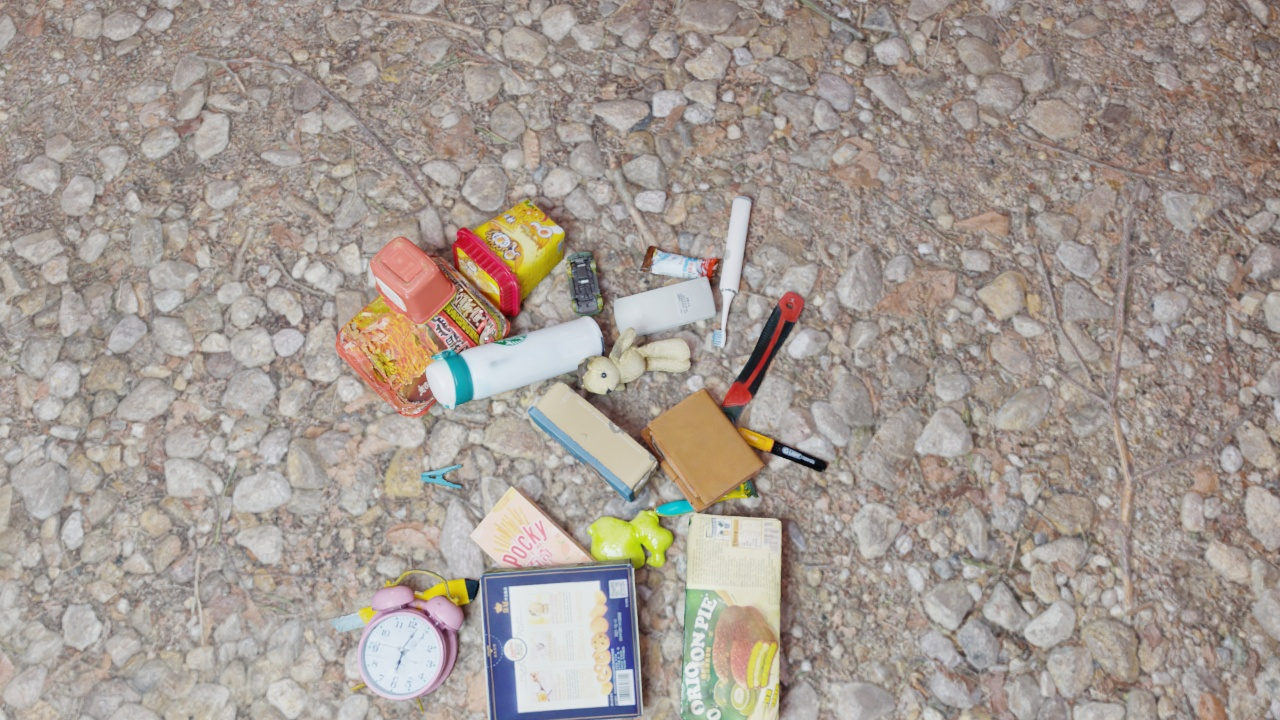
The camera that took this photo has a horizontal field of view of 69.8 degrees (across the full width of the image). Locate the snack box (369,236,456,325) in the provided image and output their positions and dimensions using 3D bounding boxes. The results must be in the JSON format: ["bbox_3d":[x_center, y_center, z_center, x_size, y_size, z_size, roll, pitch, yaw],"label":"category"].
[{"bbox_3d":[-0.290,-0.102,1.152,0.091,0.080,0.082,39,74,16],"label":"snack box"}]

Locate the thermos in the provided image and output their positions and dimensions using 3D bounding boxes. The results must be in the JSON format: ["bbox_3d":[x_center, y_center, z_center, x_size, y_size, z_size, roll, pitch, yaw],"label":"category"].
[{"bbox_3d":[-0.158,-0.001,1.160,0.223,0.073,0.073,-17,71,-28],"label":"thermos"}]

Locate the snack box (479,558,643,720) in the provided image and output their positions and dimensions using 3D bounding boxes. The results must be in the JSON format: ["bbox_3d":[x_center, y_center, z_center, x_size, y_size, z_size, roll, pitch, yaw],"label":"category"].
[{"bbox_3d":[-0.092,0.332,1.085,0.182,0.046,0.178,-3,90,1],"label":"snack box"}]

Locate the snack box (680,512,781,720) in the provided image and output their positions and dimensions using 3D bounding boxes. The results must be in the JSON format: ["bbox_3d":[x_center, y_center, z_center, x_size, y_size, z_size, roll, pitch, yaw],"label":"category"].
[{"bbox_3d":[0.109,0.309,1.102,0.114,0.063,0.239,2,73,2],"label":"snack box"}]

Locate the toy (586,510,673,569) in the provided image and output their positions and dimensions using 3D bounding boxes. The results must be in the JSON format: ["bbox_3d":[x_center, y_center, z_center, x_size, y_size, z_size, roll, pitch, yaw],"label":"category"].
[{"bbox_3d":[-0.014,0.228,1.147,0.100,0.031,0.096,-38,77,-10],"label":"toy"}]

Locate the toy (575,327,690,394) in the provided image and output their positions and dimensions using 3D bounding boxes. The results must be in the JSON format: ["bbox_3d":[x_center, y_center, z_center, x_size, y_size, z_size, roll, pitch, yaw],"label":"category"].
[{"bbox_3d":[-0.007,0.007,1.183,0.157,0.105,0.066,-12,53,-24],"label":"toy"}]

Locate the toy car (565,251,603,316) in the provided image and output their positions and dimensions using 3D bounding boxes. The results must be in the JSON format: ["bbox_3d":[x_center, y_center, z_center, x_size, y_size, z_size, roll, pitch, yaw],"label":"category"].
[{"bbox_3d":[-0.076,-0.102,1.249,0.043,0.036,0.091,-9,72,-3],"label":"toy car"}]

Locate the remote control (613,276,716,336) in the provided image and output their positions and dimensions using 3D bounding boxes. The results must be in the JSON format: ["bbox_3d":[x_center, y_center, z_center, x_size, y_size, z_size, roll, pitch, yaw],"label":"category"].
[{"bbox_3d":[0.032,-0.070,1.235,0.135,0.019,0.056,-15,78,7],"label":"remote control"}]

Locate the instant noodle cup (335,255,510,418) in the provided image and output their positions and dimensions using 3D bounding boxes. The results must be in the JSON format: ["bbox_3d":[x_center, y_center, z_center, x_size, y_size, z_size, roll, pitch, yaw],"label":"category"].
[{"bbox_3d":[-0.283,-0.026,1.208,0.188,0.079,0.164,-43,76,-12],"label":"instant noodle cup"}]

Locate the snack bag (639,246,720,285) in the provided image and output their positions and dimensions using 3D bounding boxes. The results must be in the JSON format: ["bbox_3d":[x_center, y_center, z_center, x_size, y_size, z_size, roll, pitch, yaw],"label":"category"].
[{"bbox_3d":[0.054,-0.130,1.260,0.104,0.026,0.048,15,66,6],"label":"snack bag"}]

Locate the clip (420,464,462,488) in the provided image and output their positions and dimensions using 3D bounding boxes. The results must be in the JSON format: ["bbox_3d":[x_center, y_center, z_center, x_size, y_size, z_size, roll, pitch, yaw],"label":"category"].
[{"bbox_3d":[-0.257,0.150,1.187,0.055,0.013,0.034,-5,72,0],"label":"clip"}]

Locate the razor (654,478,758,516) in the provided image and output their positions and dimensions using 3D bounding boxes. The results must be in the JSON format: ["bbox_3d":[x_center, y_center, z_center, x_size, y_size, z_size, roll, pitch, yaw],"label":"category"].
[{"bbox_3d":[0.081,0.175,1.162,0.132,0.028,0.043,-16,59,-6],"label":"razor"}]

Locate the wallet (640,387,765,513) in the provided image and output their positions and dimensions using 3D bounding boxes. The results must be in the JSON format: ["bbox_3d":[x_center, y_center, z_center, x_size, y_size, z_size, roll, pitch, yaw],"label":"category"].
[{"bbox_3d":[0.077,0.113,1.161,0.107,0.031,0.131,-34,68,-10],"label":"wallet"}]

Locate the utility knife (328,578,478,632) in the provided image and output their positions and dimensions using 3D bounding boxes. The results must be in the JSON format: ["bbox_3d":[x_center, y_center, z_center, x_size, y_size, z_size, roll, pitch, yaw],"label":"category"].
[{"bbox_3d":[-0.291,0.304,1.138,0.190,0.015,0.033,-14,76,-3],"label":"utility knife"}]

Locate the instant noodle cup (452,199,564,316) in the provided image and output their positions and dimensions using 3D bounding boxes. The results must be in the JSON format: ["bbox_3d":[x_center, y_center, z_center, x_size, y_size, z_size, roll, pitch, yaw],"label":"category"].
[{"bbox_3d":[-0.172,-0.142,1.231,0.116,0.116,0.123,42,67,13],"label":"instant noodle cup"}]

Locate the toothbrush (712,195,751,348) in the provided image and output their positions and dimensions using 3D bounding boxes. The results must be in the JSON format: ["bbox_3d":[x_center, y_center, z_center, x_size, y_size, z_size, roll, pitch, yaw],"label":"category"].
[{"bbox_3d":[0.124,-0.122,1.256,0.026,0.027,0.220,15,73,-14],"label":"toothbrush"}]

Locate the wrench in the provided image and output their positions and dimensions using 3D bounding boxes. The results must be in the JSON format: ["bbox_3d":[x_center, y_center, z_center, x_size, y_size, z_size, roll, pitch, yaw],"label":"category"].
[{"bbox_3d":[0.140,0.022,1.216,0.056,0.016,0.273,33,77,10],"label":"wrench"}]

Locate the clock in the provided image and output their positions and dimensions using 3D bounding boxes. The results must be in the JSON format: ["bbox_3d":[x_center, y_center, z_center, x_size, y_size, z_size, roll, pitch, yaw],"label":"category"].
[{"bbox_3d":[-0.275,0.329,1.096,0.117,0.060,0.158,16,81,1],"label":"clock"}]

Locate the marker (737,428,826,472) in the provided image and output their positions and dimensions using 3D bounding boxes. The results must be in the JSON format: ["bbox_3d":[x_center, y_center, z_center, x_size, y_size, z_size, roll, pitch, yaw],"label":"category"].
[{"bbox_3d":[0.181,0.116,1.186,0.124,0.015,0.018,22,78,6],"label":"marker"}]

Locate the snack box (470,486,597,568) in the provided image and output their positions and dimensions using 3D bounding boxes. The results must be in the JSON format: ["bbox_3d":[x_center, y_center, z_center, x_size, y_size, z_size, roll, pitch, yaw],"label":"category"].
[{"bbox_3d":[-0.128,0.238,1.139,0.157,0.026,0.084,40,93,12],"label":"snack box"}]

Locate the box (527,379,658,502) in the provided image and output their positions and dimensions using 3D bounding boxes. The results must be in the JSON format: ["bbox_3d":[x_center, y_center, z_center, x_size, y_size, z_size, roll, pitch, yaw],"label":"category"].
[{"bbox_3d":[-0.063,0.099,1.160,0.184,0.090,0.063,36,78,14],"label":"box"}]
